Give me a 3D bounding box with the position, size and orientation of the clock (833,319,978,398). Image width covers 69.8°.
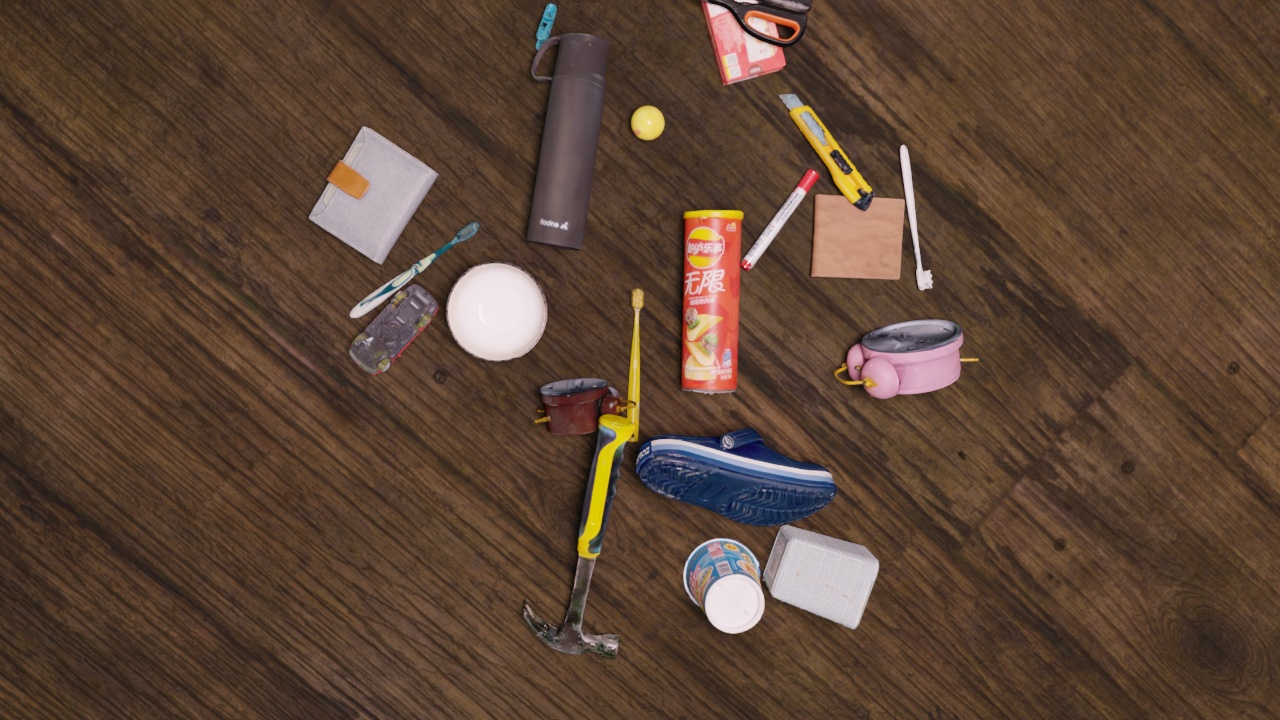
[{"bbox_3d":[0.309,0.001,1.100,0.158,0.117,0.060,-13,107,-4],"label":"clock"}]

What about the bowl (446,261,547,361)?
[{"bbox_3d":[-0.168,-0.059,1.091,0.116,0.066,0.116,0,96,-2],"label":"bowl"}]

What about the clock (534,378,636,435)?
[{"bbox_3d":[-0.065,0.054,1.099,0.122,0.082,0.055,-5,100,-2],"label":"clock"}]

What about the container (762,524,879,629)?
[{"bbox_3d":[0.218,0.261,1.131,0.111,0.090,0.090,20,93,-2],"label":"container"}]

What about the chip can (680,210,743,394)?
[{"bbox_3d":[0.084,-0.071,1.101,0.073,0.073,0.216,2,96,-3],"label":"chip can"}]

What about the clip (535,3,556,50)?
[{"bbox_3d":[-0.112,-0.396,1.086,0.013,0.034,0.055,19,77,-6],"label":"clip"}]

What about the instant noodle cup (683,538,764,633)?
[{"bbox_3d":[0.106,0.277,1.114,0.099,0.110,0.099,0,94,-3],"label":"instant noodle cup"}]

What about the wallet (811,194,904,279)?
[{"bbox_3d":[0.269,-0.152,1.131,0.115,0.020,0.101,1,96,-5],"label":"wallet"}]

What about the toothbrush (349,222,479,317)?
[{"bbox_3d":[-0.273,-0.109,1.105,0.191,0.018,0.016,-36,95,0],"label":"toothbrush"}]

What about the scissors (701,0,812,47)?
[{"bbox_3d":[0.091,-0.442,1.070,0.235,0.022,0.139,33,85,-2],"label":"scissors"}]

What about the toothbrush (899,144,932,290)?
[{"bbox_3d":[0.339,-0.176,1.131,0.016,0.016,0.180,-7,96,35],"label":"toothbrush"}]

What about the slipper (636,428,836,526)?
[{"bbox_3d":[0.112,0.132,1.114,0.252,0.105,0.095,14,52,-18],"label":"slipper"}]

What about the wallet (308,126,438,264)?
[{"bbox_3d":[-0.318,-0.197,1.086,0.106,0.037,0.130,33,92,-6],"label":"wallet"}]

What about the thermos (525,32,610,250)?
[{"bbox_3d":[-0.094,-0.256,1.082,0.090,0.068,0.242,9,93,12],"label":"thermos"}]

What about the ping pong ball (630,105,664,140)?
[{"bbox_3d":[0.009,-0.283,1.093,0.040,0.040,0.040,0,95,-3],"label":"ping pong ball"}]

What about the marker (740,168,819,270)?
[{"bbox_3d":[0.170,-0.172,1.124,0.017,0.017,0.145,36,92,-6],"label":"marker"}]

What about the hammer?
[{"bbox_3d":[-0.062,0.215,1.101,0.126,0.031,0.324,11,110,-3],"label":"hammer"}]

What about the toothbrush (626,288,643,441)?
[{"bbox_3d":[-0.007,0.007,1.130,0.015,0.016,0.190,2,95,-3],"label":"toothbrush"}]

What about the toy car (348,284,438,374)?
[{"bbox_3d":[-0.293,-0.036,1.097,0.053,0.045,0.120,44,86,-4],"label":"toy car"}]

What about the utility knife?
[{"bbox_3d":[0.226,-0.255,1.111,0.033,0.015,0.176,-36,88,-14],"label":"utility knife"}]

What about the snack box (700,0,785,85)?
[{"bbox_3d":[0.116,-0.414,1.095,0.075,0.025,0.153,-17,96,-3],"label":"snack box"}]
